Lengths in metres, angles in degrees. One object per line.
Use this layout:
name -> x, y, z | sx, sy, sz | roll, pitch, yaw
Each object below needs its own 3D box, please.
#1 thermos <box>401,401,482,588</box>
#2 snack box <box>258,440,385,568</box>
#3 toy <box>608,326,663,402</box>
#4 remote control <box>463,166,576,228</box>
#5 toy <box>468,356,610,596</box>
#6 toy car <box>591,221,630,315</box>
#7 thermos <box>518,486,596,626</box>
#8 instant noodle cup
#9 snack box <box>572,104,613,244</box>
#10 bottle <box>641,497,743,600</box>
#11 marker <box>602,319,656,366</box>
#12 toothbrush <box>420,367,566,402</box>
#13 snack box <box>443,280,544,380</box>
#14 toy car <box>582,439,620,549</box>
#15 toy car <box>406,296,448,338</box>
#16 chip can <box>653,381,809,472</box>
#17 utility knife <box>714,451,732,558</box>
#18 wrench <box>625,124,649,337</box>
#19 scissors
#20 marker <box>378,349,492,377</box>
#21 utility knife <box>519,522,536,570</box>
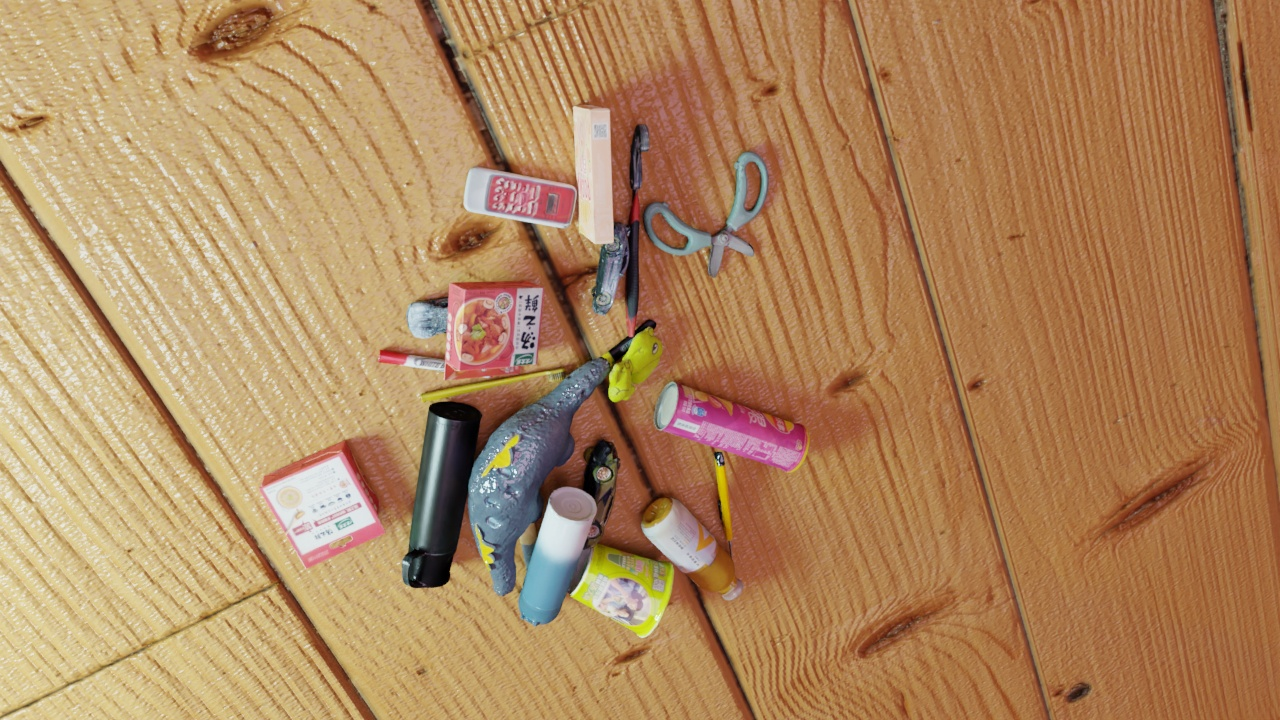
thermos -> -0.263, 0.180, 1.190 | 0.068, 0.089, 0.243 | 16, 105, 15
snack box -> -0.405, 0.185, 1.179 | 0.113, 0.044, 0.127 | -23, 111, -6
toy -> -0.007, 0.007, 1.213 | 0.099, 0.031, 0.097 | -34, 141, -37
remote control -> -0.147, -0.200, 1.128 | 0.136, 0.020, 0.056 | 8, 107, -17
toy -> -0.151, 0.145, 1.195 | 0.137, 0.091, 0.356 | 20, 99, -41
toy car -> -0.038, -0.116, 1.165 | 0.036, 0.054, 0.121 | 9, 106, -15
thermos -> -0.116, 0.269, 1.237 | 0.070, 0.070, 0.221 | 8, 125, -17
instant noodle cup -> -0.032, 0.313, 1.288 | 0.123, 0.111, 0.112 | 26, 100, -13
snack box -> -0.057, -0.225, 1.108 | 0.026, 0.084, 0.157 | -6, 109, -16
bottle -> 0.079, 0.275, 1.318 | 0.068, 0.068, 0.189 | -41, 113, 2
marker -> -0.028, -0.012, 1.223 | 0.124, 0.015, 0.018 | -39, 117, 1
toothbrush -> -0.190, 0.034, 1.196 | 0.190, 0.016, 0.016 | -11, 95, -10
snack box -> -0.182, -0.033, 1.140 | 0.113, 0.044, 0.127 | -6, 111, -38
toy car -> -0.060, 0.184, 1.253 | 0.042, 0.070, 0.158 | 7, 108, -19
toy car -> -0.238, -0.055, 1.148 | 0.105, 0.031, 0.049 | -9, 112, -13
chip can -> 0.127, 0.092, 1.267 | 0.210, 0.071, 0.071 | 19, 102, -19
utility knife -> 0.121, 0.220, 1.321 | 0.015, 0.033, 0.216 | -9, 117, -1
wrench -> -0.007, -0.161, 1.164 | 0.016, 0.056, 0.274 | -1, 112, -12
scissors -> 0.087, -0.195, 1.184 | 0.169, 0.019, 0.171 | 9, 108, -25
marker -> -0.260, 0.005, 1.171 | 0.145, 0.017, 0.017 | 9, 105, -16
utility knife -> -0.163, 0.211, 1.262 | 0.031, 0.021, 0.204 | -12, 103, -9
